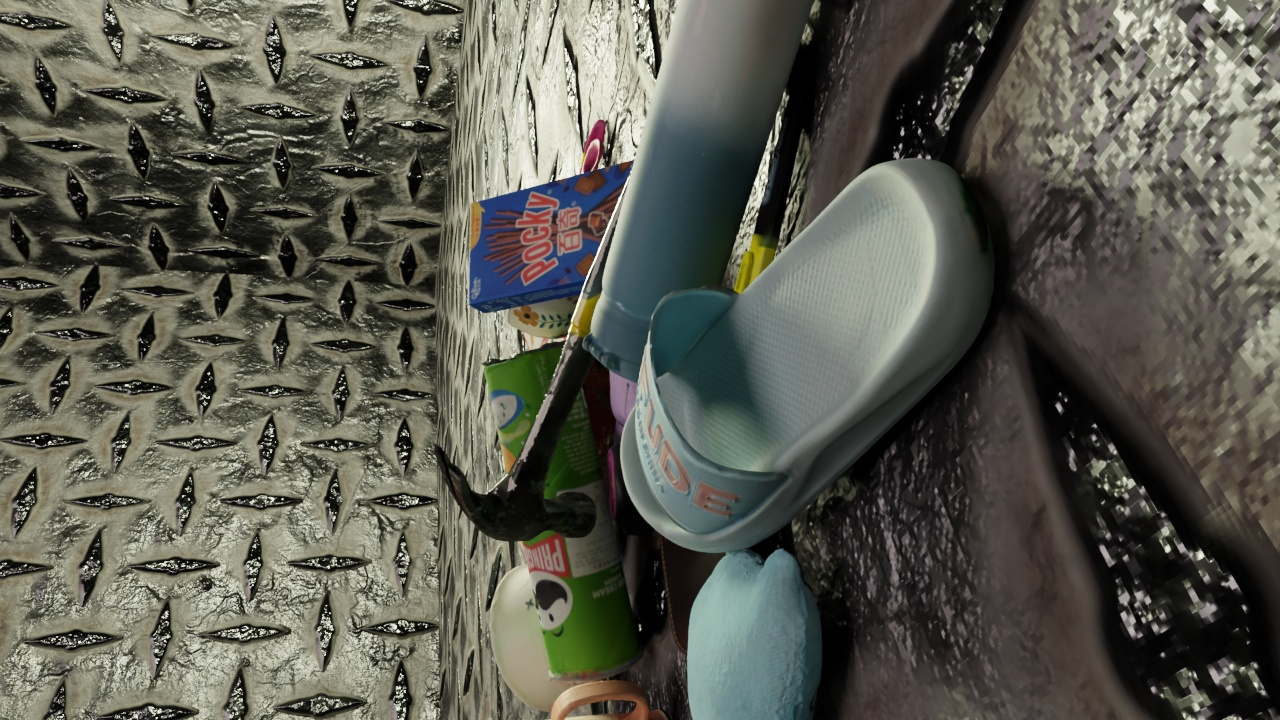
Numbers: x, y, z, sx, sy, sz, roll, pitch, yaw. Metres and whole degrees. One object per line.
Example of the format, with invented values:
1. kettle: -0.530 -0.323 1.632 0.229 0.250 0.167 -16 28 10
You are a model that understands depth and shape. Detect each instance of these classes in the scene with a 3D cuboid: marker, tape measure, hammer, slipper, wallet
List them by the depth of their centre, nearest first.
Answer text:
1. slipper: 0.044 0.009 0.386 0.246 0.074 0.104 130 139 -50
2. marker: 0.063 -0.073 0.450 0.018 0.015 0.124 -147 69 -71
3. wallet: 0.040 0.101 0.528 0.123 0.020 0.096 113 155 -45
4. hammer: -0.023 -0.034 0.539 0.032 0.126 0.324 37 109 42
5. tape measure: -0.002 0.085 0.634 0.057 0.039 0.058 -118 27 -73

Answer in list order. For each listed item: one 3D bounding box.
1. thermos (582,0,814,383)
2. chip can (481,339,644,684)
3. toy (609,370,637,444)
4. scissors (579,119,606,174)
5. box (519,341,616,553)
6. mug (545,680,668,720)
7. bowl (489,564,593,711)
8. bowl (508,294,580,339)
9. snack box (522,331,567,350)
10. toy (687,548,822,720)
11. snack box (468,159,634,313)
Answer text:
1. thermos: 0.026 -0.090 0.474 0.070 0.070 0.221 -117 39 -60
2. chip can: -0.056 0.106 0.663 0.072 0.072 0.236 169 89 -74
3. toy: -0.004 0.004 0.651 0.084 0.039 0.108 140 130 -65
4. scissors: -0.057 -0.157 0.858 0.096 0.017 0.137 -111 40 -65
5. box: -0.047 0.075 0.749 0.091 0.079 0.168 -160 79 -74
6. mug: -0.034 0.262 0.598 0.081 0.105 0.115 -127 42 -66
7. bowl: -0.057 0.215 0.738 0.065 0.118 0.118 -24 56 28
8. bowl: -0.052 -0.061 0.752 0.113 0.062 0.113 -55 -7 -10
9. snack box: -0.074 -0.031 0.862 0.113 0.044 0.127 120 133 -58
10. toy: 0.050 0.162 0.421 0.156 0.049 0.162 -109 30 -43
11. snack box: -0.055 -0.090 0.672 0.026 0.157 0.084 31 -127 -61
